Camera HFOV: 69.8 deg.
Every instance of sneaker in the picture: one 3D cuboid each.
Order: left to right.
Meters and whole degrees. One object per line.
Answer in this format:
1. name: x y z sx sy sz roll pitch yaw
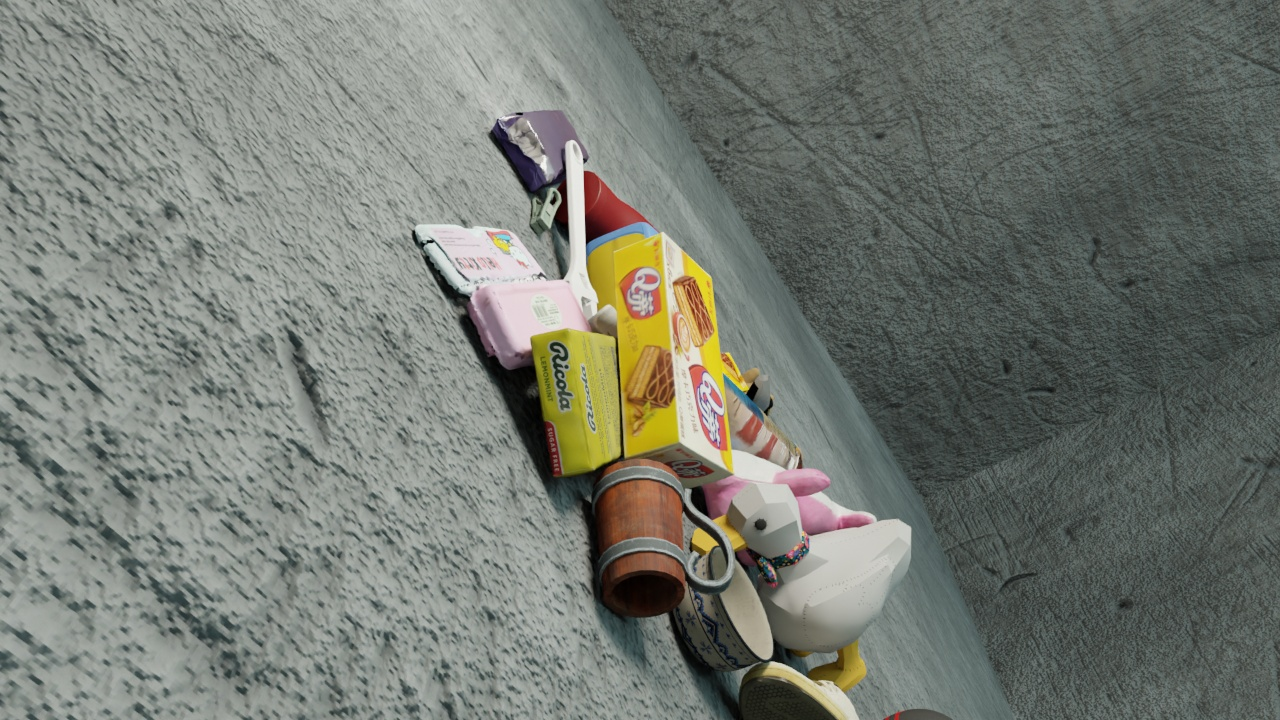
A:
1. sneaker: 0.175 0.355 0.923 0.241 0.089 0.102 56 25 -31

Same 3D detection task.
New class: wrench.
1. wrench: -0.076 -0.157 1.090 0.066 0.018 0.272 47 33 -53

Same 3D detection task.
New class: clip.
1. clip: -0.115 -0.176 1.090 0.023 0.035 0.074 52 23 -30
2. clip: 0.001 0.002 0.979 0.151 0.092 0.125 53 28 -5

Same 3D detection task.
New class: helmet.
1. helmet: 0.316 0.479 1.002 0.170 0.164 0.264 57 15 -14

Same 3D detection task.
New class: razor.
1. razor: 0.153 0.084 1.271 0.057 0.060 0.156 -51 147 -50

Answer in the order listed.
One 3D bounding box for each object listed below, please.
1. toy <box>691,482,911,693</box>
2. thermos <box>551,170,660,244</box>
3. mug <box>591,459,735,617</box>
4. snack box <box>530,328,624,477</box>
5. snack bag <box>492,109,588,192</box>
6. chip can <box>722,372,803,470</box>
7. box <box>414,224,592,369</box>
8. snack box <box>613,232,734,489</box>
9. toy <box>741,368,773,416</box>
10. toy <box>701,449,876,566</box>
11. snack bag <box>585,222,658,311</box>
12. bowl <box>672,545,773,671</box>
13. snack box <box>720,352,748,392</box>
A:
1. toy: 0.193 0.239 1.034 0.141 0.246 0.268 -123 -164 -66
2. thermos: -0.034 -0.178 1.235 0.198 0.084 0.108 37 29 -50
3. mug: 0.018 0.151 0.776 0.111 0.117 0.082 -95 -173 -49
4. snack box: -0.046 0.036 0.837 0.180 0.045 0.121 1 79 -76
5. snack bag: -0.123 -0.277 1.185 0.096 0.058 0.205 58 16 -9
6. chip can: 0.127 0.087 1.162 0.229 0.080 0.079 41 24 -44
7. box: -0.117 -0.068 0.859 0.154 0.045 0.201 60 17 2
8. snack box: 0.031 0.001 0.900 0.110 0.062 0.229 36 43 -50
9. toy: 0.151 0.066 1.369 0.134 0.106 0.108 60 26 -13
10. toy: 0.157 0.190 1.123 0.265 0.187 0.127 22 75 -31
11. snack bag: 0.013 -0.043 1.140 0.159 0.102 0.205 35 42 -56
12. bowl: 0.072 0.240 0.867 0.115 0.059 0.115 53 18 -25
13. snack box: 0.088 0.035 1.235 0.061 0.084 0.105 61 16 9
